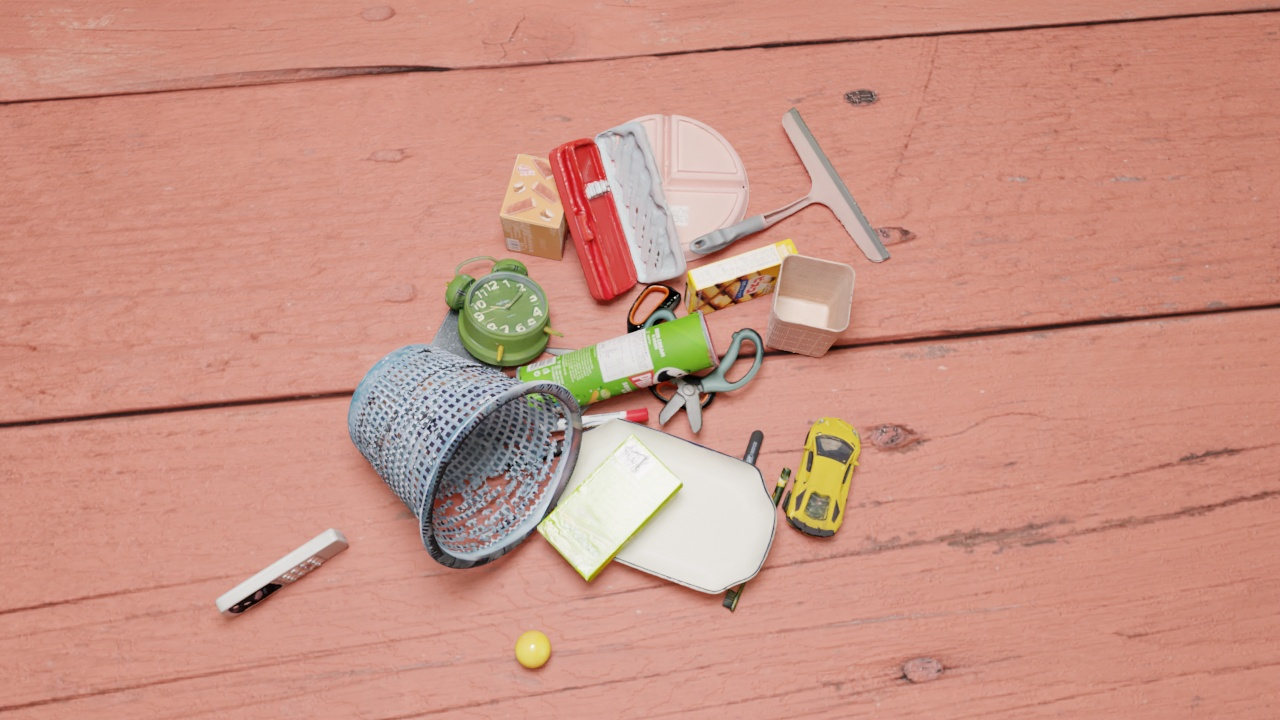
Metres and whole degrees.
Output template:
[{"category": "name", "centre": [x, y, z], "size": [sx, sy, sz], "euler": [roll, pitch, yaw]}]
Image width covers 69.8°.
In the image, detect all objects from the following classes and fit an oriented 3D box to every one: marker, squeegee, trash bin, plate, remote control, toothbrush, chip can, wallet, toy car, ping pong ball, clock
[{"category": "marker", "centre": [0.126, 0.141, 1.115], "size": [0.018, 0.015, 0.124], "euler": [19, 71, 6]}, {"category": "squeegee", "centre": [0.165, -0.189, 1.216], "size": [0.249, 0.040, 0.247], "euler": [-26, 80, -20]}, {"category": "trash bin", "centre": [-0.210, 0.084, 1.025], "size": [0.195, 0.227, 0.226], "euler": [30, 71, 31]}, {"category": "plate", "centre": [0.027, 0.170, 1.082], "size": [0.266, 0.034, 0.161], "euler": [18, 75, 9]}, {"category": "remote control", "centre": [-0.404, 0.241, 1.040], "size": [0.150, 0.058, 0.021], "euler": [-33, 75, -12]}, {"category": "toothbrush", "centre": [0.140, 0.210, 1.093], "size": [0.017, 0.012, 0.185], "euler": [20, 71, 17]}, {"category": "chip can", "centre": [-0.027, 0.007, 1.099], "size": [0.236, 0.072, 0.072], "euler": [-17, 71, 7]}, {"category": "wallet", "centre": [-0.220, -0.002, 1.155], "size": [0.097, 0.019, 0.120], "euler": [24, 73, 6]}, {"category": "toy car", "centre": [0.221, 0.138, 1.107], "size": [0.071, 0.041, 0.155], "euler": [20, 70, 5]}, {"category": "plate", "centre": [0.034, -0.239, 1.243], "size": [0.229, 0.028, 0.229], "euler": [1, 71, -2]}, {"category": "ping pong ball", "centre": [-0.121, 0.324, 1.028], "size": [0.040, 0.040, 0.040], "euler": [1, 70, -2]}, {"category": "marker", "centre": [-0.107, 0.110, 1.121], "size": [0.124, 0.015, 0.018], "euler": [-19, 73, -6]}, {"category": "marker", "centre": [-0.062, 0.075, 1.120], "size": [0.145, 0.017, 0.017], "euler": [-7, 70, 2]}, {"category": "clock", "centre": [-0.176, -0.068, 1.145], "size": [0.116, 0.056, 0.161], "euler": [-23, 64, -27]}]

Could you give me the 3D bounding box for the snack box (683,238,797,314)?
[{"category": "snack box", "centre": [0.126, -0.103, 1.165], "size": [0.140, 0.087, 0.033], "euler": [-20, 71, -9]}]

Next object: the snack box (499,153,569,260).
[{"category": "snack box", "centre": [-0.129, -0.197, 1.187], "size": [0.077, 0.093, 0.094], "euler": [12, 70, 2]}]

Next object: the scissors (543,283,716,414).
[{"category": "scissors", "centre": [-0.007, 0.002, 1.160], "size": [0.221, 0.022, 0.233], "euler": [29, 73, 13]}]

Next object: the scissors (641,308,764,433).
[{"category": "scissors", "centre": [0.082, 0.003, 1.134], "size": [0.181, 0.019, 0.170], "euler": [-12, 67, -3]}]

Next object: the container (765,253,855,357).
[{"category": "container", "centre": [0.205, -0.063, 1.140], "size": [0.090, 0.111, 0.090], "euler": [12, 70, 2]}]

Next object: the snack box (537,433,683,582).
[{"category": "snack box", "centre": [-0.034, 0.168, 1.054], "size": [0.086, 0.026, 0.156], "euler": [42, 79, 15]}]

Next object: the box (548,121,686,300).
[{"category": "box", "centre": [-0.026, -0.184, 1.139], "size": [0.102, 0.101, 0.201], "euler": [-32, 109, -46]}]
